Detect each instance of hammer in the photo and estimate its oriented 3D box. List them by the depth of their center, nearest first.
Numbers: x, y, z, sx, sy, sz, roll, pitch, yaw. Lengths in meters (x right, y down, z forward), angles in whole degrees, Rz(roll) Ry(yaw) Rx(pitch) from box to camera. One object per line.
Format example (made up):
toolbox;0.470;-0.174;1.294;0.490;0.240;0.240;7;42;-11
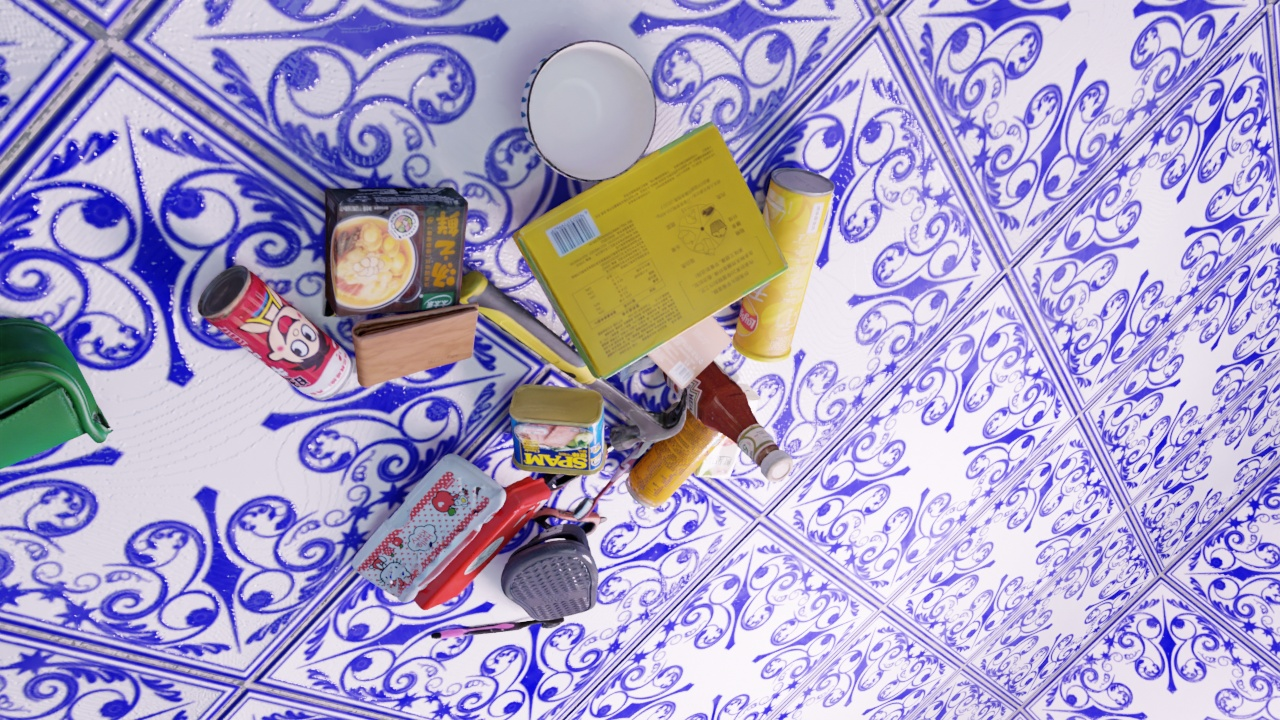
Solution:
hammer;-0.066;0.005;0.959;0.126;0.031;0.323;-19;139;32

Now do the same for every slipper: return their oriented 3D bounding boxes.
slipper;-0.108;0.247;1.103;0.110;0.083;0.269;-11;152;-5

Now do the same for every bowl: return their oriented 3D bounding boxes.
bowl;-0.051;-0.216;0.797;0.116;0.066;0.116;-7;108;-21

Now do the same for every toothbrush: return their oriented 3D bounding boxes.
toothbrush;-0.016;0.120;1.104;0.187;0.016;0.017;-48;133;-4
toothbrush;-0.181;0.346;1.181;0.189;0.014;0.018;4;132;-35

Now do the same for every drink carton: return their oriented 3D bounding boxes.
drink carton;0.101;0.087;1.151;0.053;0.045;0.123;6;117;-26

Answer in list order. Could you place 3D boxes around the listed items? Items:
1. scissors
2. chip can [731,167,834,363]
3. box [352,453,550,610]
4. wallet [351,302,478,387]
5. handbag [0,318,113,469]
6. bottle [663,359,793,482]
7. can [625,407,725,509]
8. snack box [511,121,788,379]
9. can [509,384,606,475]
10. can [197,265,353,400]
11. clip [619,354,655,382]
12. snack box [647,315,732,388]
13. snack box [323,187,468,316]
scissors;-0.118;0.169;1.089;0.225;0.015;0.189;-29;134;-11
chip can;0.157;-0.103;1.028;0.072;0.072;0.214;-10;127;-28
box;-0.202;0.192;0.995;0.154;0.074;0.202;23;119;-40
wallet;-0.208;-0.015;0.852;0.115;0.020;0.101;-14;158;-19
handbag;-0.496;0.039;0.708;0.131;0.068;0.120;-24;140;-18
bottle;0.096;0.058;1.013;0.059;0.206;0.060;-18;131;-22
can;0.045;0.113;1.109;0.058;0.058;0.146;18;122;-41
snack box;0.009;-0.101;0.856;0.210;0.070;0.158;-31;101;-8
can;-0.088;0.073;0.977;0.102;0.057;0.083;4;136;2
can;-0.310;-0.021;0.790;0.053;0.053;0.133;-40;135;-2
clip;-0.005;0.004;1.037;0.058;0.043;0.027;-16;127;-34
snack box;0.026;-0.041;0.970;0.077;0.094;0.093;-44;135;1
snack box;-0.217;-0.088;0.809;0.113;0.053;0.126;-7;120;-30
